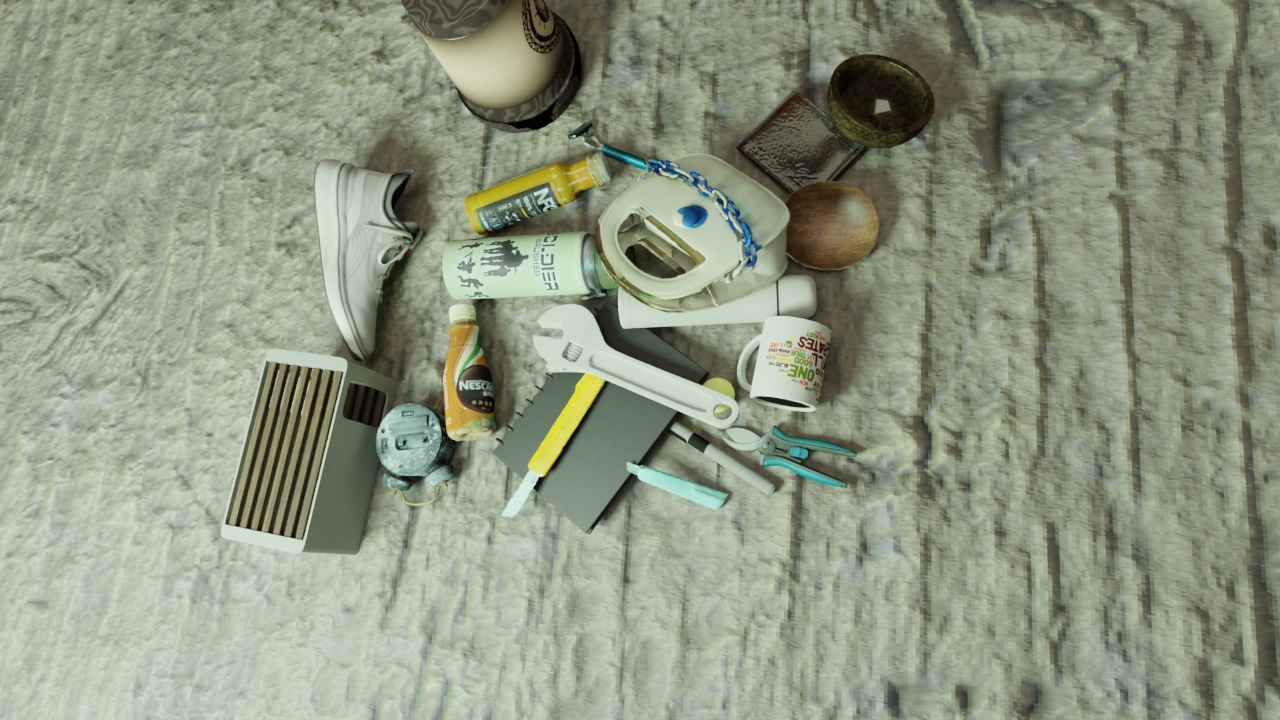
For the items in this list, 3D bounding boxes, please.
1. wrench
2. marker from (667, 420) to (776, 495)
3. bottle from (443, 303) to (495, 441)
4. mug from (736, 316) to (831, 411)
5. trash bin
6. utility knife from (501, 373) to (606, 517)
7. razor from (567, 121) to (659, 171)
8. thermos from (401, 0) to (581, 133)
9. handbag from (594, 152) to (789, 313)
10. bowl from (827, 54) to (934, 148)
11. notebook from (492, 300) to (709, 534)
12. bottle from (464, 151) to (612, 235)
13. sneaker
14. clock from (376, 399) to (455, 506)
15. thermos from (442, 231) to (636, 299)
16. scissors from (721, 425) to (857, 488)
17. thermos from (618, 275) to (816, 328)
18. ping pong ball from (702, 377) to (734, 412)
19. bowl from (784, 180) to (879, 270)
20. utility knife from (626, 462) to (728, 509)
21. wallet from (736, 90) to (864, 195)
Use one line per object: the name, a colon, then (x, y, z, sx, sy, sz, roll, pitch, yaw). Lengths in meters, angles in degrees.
wrench: (-0.006, 0.006, 1.057, 0.273, 0.018, 0.086, 21, 71, 22)
marker: (0.092, 0.110, 1.043, 0.140, 0.016, 0.016, 32, 87, 19)
bottle: (-0.213, 0.013, 1.126, 0.059, 0.059, 0.167, -11, 74, 12)
mug: (0.155, 0.004, 1.027, 0.105, 0.073, 0.089, 4, 77, 42)
trash bin: (-0.401, 0.114, 1.124, 0.114, 0.114, 0.228, 7, 79, 17)
utility knife: (-0.102, 0.095, 1.070, 0.030, 0.018, 0.206, 29, 80, 29)
razor: (-0.023, -0.261, 1.160, 0.144, 0.022, 0.042, 28, 50, 15)
thermos: (-0.183, -0.404, 1.126, 0.173, 0.226, 0.172, -3, 76, 14)
handbag: (0.051, -0.143, 1.023, 0.199, 0.093, 0.201, -34, 54, -24)
bowl: (0.270, -0.289, 1.060, 0.121, 0.056, 0.121, 3, 61, -6)
notebook: (-0.053, 0.061, 1.084, 0.169, 0.019, 0.231, 36, 89, 25)
bottle: (-0.128, -0.213, 1.159, 0.186, 0.053, 0.053, -18, 73, 10)
sneaker: (-0.345, -0.131, 1.187, 0.128, 0.097, 0.263, -5, 85, -10)
clock: (-0.273, 0.113, 1.122, 0.090, 0.052, 0.129, -8, 75, 13)
thermos: (-0.120, -0.113, 1.123, 0.232, 0.082, 0.082, -1, 77, 14)
scissors: (0.169, 0.099, 1.024, 0.148, 0.019, 0.132, -31, 69, 8)
thermos: (0.088, -0.068, 1.056, 0.224, 0.052, 0.052, -2, 76, 8)
ping pong ball: (0.088, 0.040, 1.048, 0.040, 0.040, 0.040, -3, 76, 14)
bowl: (0.217, -0.154, 1.062, 0.114, 0.026, 0.102, 7, 92, 12)
utility knife: (0.039, 0.140, 1.035, 0.119, 0.015, 0.022, 20, 87, 1)
wallet: (0.190, -0.254, 1.095, 0.099, 0.031, 0.120, -45, 73, 3)
